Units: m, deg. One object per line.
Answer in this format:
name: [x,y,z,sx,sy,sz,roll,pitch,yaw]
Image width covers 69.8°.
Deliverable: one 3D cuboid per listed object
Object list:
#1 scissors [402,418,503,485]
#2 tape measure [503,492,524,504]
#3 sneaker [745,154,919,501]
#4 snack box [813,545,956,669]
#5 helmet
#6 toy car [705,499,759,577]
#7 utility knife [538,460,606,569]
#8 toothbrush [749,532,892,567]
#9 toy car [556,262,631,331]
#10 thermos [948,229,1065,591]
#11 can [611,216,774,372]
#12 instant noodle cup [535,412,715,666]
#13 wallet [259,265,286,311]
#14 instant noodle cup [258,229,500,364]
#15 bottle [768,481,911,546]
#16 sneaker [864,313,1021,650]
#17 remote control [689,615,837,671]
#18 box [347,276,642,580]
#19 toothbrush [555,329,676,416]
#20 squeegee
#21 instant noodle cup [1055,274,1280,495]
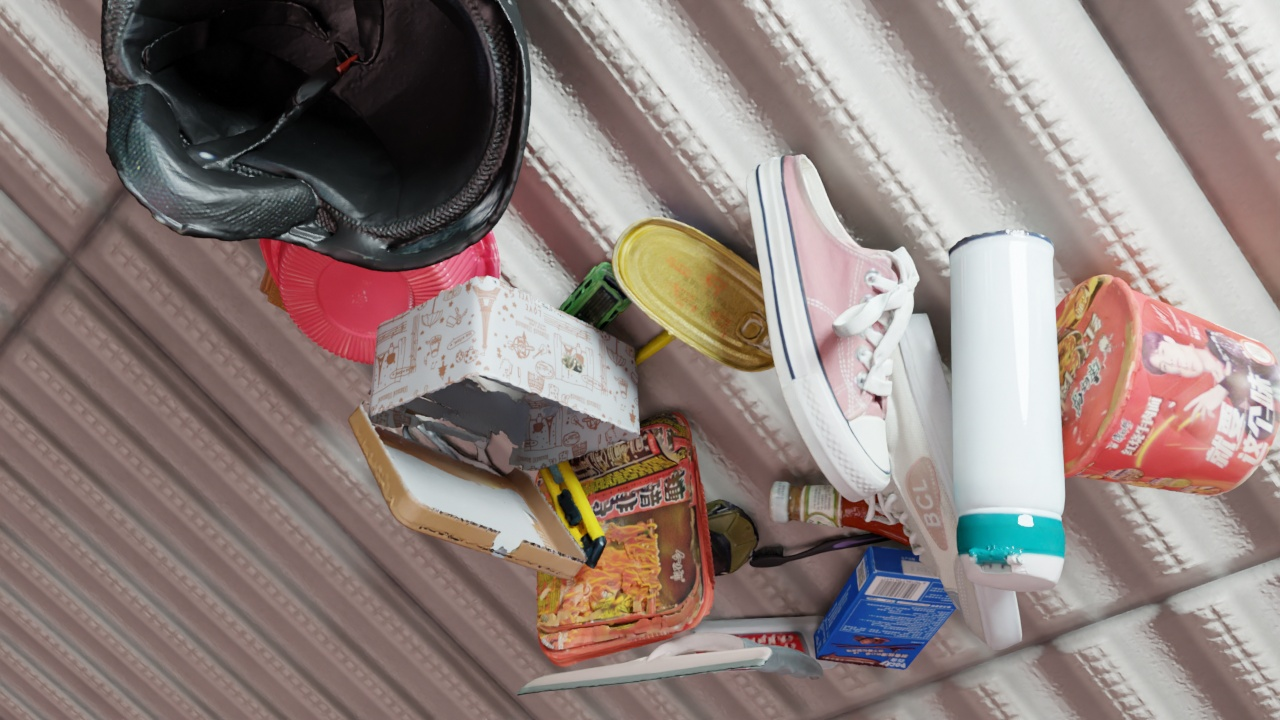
scissors: [-0.147,0.098,0.856,0.175,0.014,0.160,15,124,6]
tape measure: [-0.126,0.150,0.851,0.058,0.039,0.057,-32,109,29]
sneaker: [0.138,-0.031,0.605,0.088,0.118,0.241,-17,77,27]
snack box: [0.207,0.209,0.766,0.084,0.026,0.157,8,136,-5]
helmet: [-0.187,-0.190,0.581,0.274,0.229,0.234,39,114,-12]
toy car: [0.033,0.176,0.827,0.158,0.042,0.070,-33,105,26]
utility knife: [-0.069,0.103,0.771,0.033,0.164,0.015,-38,143,9]
toothbrush: [0.182,0.154,0.787,0.189,0.016,0.014,-17,124,21]
toy car: [-0.043,-0.038,0.735,0.043,0.036,0.091,39,125,-8]
thermos: [0.235,0.032,0.589,0.073,0.224,0.073,5,163,1]
can: [0.045,-0.047,0.677,0.148,0.049,0.074,34,91,-2]
instant noodle cup: [-0.008,0.153,0.768,0.165,0.188,0.079,-22,144,27]
wallet: [-0.267,-0.084,0.776,0.119,0.035,0.131,32,122,-4]
instant noodle cup: [-0.211,-0.066,0.724,0.194,0.065,0.194,1,126,1]
bottle: [0.207,0.119,0.730,0.206,0.059,0.060,1,118,16]
sneaker: [0.198,0.092,0.657,0.091,0.089,0.242,-19,82,17]
remote control: [0.115,0.268,0.863,0.136,0.020,0.056,-8,114,21]
box: [-0.108,0.067,0.681,0.154,0.180,0.182,-23,148,33]
toothbrush: [-0.004,0.004,0.757,0.016,0.015,0.191,43,121,-16]
squeegee: [0.072,0.241,0.741,0.248,0.040,0.249,-24,150,39]
instant noodle cup: [0.333,0.023,0.601,0.108,0.137,0.138,15,121,-1]
